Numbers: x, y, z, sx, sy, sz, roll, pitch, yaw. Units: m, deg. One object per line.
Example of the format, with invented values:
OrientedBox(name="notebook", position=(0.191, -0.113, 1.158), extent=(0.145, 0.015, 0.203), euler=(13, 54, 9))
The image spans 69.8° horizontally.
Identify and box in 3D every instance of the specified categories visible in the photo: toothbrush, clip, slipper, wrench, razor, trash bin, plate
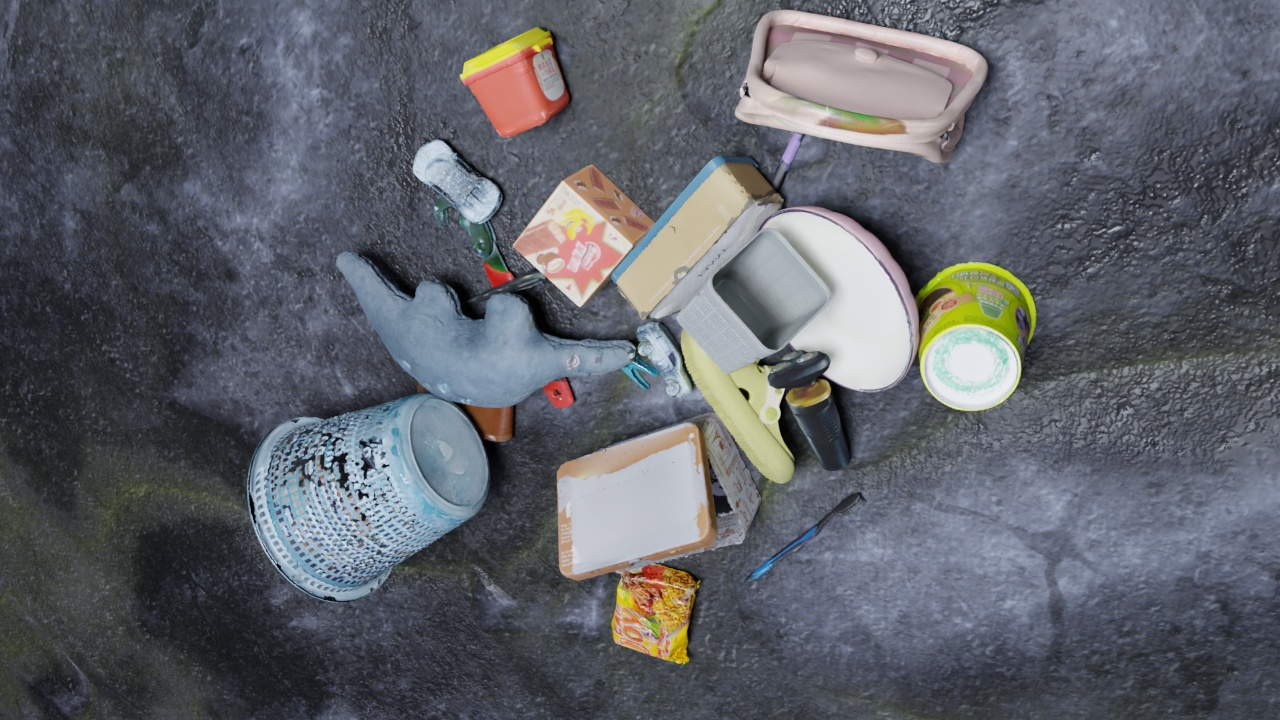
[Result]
OrientedBox(name="toothbrush", position=(-0.172, -0.071, 1.016), extent=(0.181, 0.018, 0.015), euler=(-15, 105, 35))
OrientedBox(name="clip", position=(-0.008, 0.007, 1.008), extent=(0.056, 0.014, 0.040), euler=(38, 120, -1))
OrientedBox(name="slipper", position=(0.113, 0.035, 0.946), extent=(0.081, 0.092, 0.190), euler=(-33, 91, -8))
OrientedBox(name="toothbrush", position=(0.181, 0.204, 1.028), extent=(0.016, 0.014, 0.190), euler=(29, 124, -22))
OrientedBox(name="wrench", position=(-0.146, -0.065, 1.026), extent=(0.056, 0.016, 0.273), euler=(-22, 104, 31))
OrientedBox(name="toothbrush", position=(0.118, -0.144, 0.891), extent=(0.014, 0.016, 0.189), euler=(28, 118, 7))
OrientedBox(name="razor", position=(0.176, 0.053, 0.915), extent=(0.062, 0.067, 0.167), euler=(-23, 131, 9))
OrientedBox(name="trash bin", position=(-0.289, 0.138, 1.044), extent=(0.195, 0.226, 0.226), euler=(-24, 103, 22))
OrientedBox(name="plate", position=(0.184, -0.061, 0.847), extent=(0.192, 0.039, 0.193), euler=(43, 153, 28))

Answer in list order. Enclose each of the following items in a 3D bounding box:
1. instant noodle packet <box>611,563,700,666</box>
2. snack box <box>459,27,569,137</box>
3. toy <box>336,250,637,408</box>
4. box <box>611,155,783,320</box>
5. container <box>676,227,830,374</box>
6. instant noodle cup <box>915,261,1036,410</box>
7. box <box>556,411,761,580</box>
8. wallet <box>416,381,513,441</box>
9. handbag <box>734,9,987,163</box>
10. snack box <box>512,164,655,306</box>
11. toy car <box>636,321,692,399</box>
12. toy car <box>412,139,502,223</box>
OrientedBox(name="instant noodle packet", position=(0.014, 0.306, 1.120), extent=(0.111, 0.044, 0.129), euler=(15, 118, 18))
OrientedBox(name="snack box", position=(-0.114, -0.266, 0.881), extent=(0.082, 0.091, 0.080), euler=(-15, 114, 26))
OrientedBox(name="toy", position=(-0.180, -0.018, 1.001), extent=(0.356, 0.091, 0.138), euler=(15, 103, 11))
OrientedBox(name="box", position=(0.058, -0.119, 0.877), extent=(0.061, 0.089, 0.185), euler=(50, 119, 15))
OrientedBox(name="container", position=(0.099, -0.049, 0.854), extent=(0.090, 0.090, 0.114), euler=(49, 158, 0))
OrientedBox(name="instant noodle cup", position=(0.295, -0.017, 0.819), extent=(0.112, 0.123, 0.112), euler=(8, 116, 17))
OrientedBox(name="box", position=(0.010, 0.156, 0.974), extent=(0.183, 0.177, 0.153), euler=(-21, 106, 28))
OrientedBox(name="wallet", position=(-0.206, 0.038, 1.088), extent=(0.125, 0.032, 0.101), euler=(12, 115, 14))
OrientedBox(name="handbag", position=(0.162, -0.204, 0.719), extent=(0.193, 0.233, 0.093), euler=(17, 120, 13))
OrientedBox(name="snack box", position=(-0.056, -0.127, 0.928), extent=(0.094, 0.076, 0.093), euler=(43, 120, -2))
OrientedBox(name="toy car", position=(0.028, -0.001, 0.975), extent=(0.034, 0.043, 0.090), euler=(-31, 99, 12))
OrientedBox(name="toy car", position=(-0.195, -0.190, 0.970), extent=(0.105, 0.031, 0.049), euler=(39, 94, 1))
